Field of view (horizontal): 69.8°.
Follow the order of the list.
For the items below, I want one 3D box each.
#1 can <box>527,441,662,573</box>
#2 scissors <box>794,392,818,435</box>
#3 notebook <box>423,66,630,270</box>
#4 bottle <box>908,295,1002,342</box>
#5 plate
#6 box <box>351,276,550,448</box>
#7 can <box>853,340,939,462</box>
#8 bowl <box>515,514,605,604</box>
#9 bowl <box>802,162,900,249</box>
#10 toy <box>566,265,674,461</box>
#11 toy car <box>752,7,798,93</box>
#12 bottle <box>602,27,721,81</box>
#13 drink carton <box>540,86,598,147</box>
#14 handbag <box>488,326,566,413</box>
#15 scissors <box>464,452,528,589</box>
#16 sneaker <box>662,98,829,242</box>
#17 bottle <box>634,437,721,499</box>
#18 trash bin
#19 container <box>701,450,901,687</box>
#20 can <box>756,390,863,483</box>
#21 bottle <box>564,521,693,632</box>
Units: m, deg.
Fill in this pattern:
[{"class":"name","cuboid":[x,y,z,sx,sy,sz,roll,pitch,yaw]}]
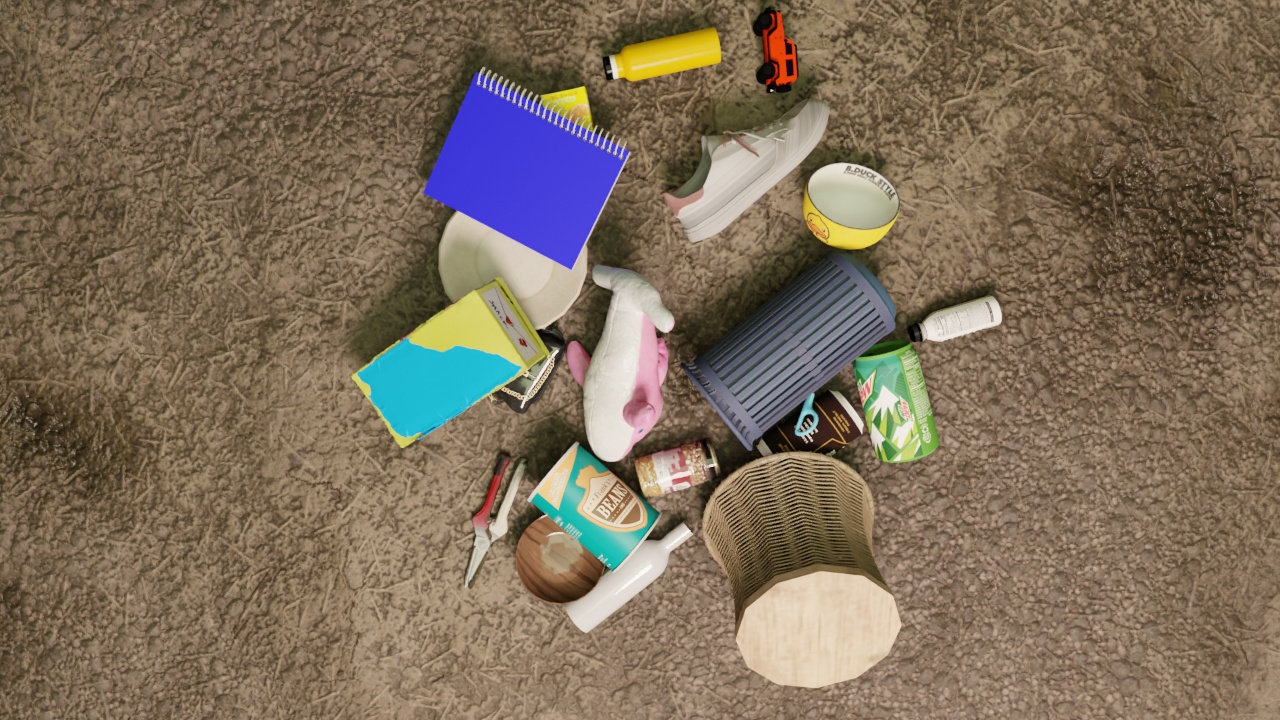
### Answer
[{"class":"can","cuboid":[-0.059,0.188,1.182,0.144,0.099,0.099,40,95,2]},{"class":"scissors","cuboid":[0.215,0.046,1.187,0.139,0.118,0.015,-39,130,11]},{"class":"notebook","cuboid":[-0.139,-0.236,1.131,0.209,0.022,0.172,28,102,1]},{"class":"bottle","cuboid":[0.409,-0.050,1.200,0.116,0.041,0.041,-17,98,1]},{"class":"plate","cuboid":[-0.161,-0.128,1.172,0.189,0.027,0.188,0,91,1]},{"class":"box","cuboid":[-0.239,0.005,1.145,0.221,0.079,0.124,-32,95,23]},{"class":"can","cuboid":[0.331,0.052,1.191,0.083,0.083,0.144,-16,98,1]},{"class":"bowl","cuboid":[-0.107,0.263,1.226,0.119,0.032,0.119,2,78,-8]},{"class":"bowl","cuboid":[0.258,-0.184,1.153,0.117,0.068,0.117,3,54,-5]},{"class":"toy","cuboid":[-0.007,0.007,1.162,0.127,0.187,0.266,-16,127,-36]},{"class":"toy car","cuboid":[0.168,-0.384,1.139,0.049,0.051,0.100,-5,99,2]},{"class":"bottle","cuboid":[0.025,-0.377,1.140,0.143,0.043,0.043,-12,98,0]},{"class":"drink carton","cuboid":[-0.083,-0.269,1.154,0.058,0.043,0.134,-11,98,3]},{"class":"handbag","cuboid":[-0.154,0.007,1.194,0.079,0.054,0.128,32,99,5]},{"class":"scissors","cuboid":[-0.207,0.215,1.236,0.189,0.015,0.140,-37,99,4]},{"class":"sneaker","cuboid":[0.125,-0.255,1.134,0.236,0.099,0.089,-43,111,6]},{"class":"bottle","cuboid":[0.049,0.143,1.211,0.105,0.056,0.056,-16,98,1]},{"class":"trash bin","cuboid":[0.190,-0.018,1.152,0.249,0.139,0.139,-39,97,2]},{"class":"container","cuboid":[0.198,0.260,1.126,0.227,0.195,0.227,-1,121,-2]},{"class":"can","cuboid":[0.222,0.100,1.202,0.128,0.072,0.072,-36,98,4]},{"class":"bottle","cuboid":[-0.011,0.285,1.232,0.195,0.052,0.052,-39,97,4]}]
